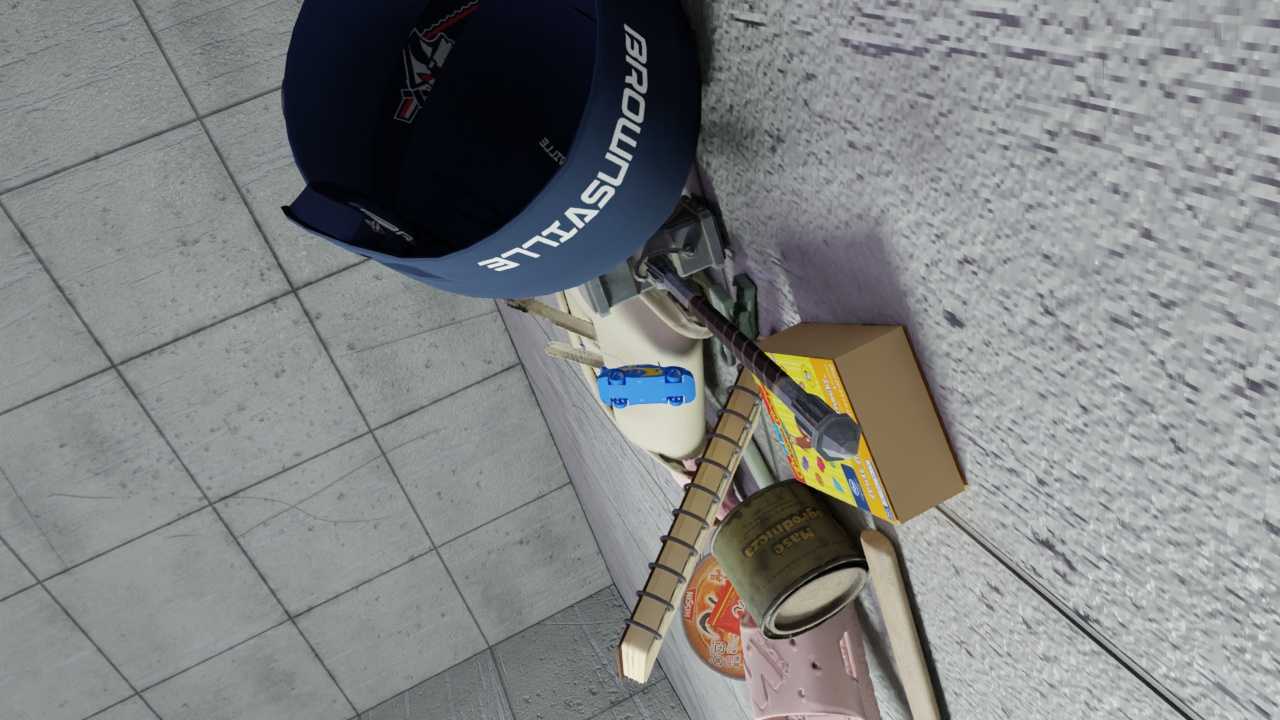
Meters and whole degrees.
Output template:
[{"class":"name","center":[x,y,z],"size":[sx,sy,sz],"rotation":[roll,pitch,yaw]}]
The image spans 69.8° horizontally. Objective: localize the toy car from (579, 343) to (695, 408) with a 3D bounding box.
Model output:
[{"class":"toy car","center":[-0.004,0.005,0.710],"size":[0.061,0.092,0.033],"rotation":[-88,-7,-47]}]

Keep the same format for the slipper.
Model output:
[{"class":"slipper","center":[0.130,0.259,0.704],"size":[0.094,0.064,0.239],"rotation":[-20,87,39]}]

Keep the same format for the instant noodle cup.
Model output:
[{"class":"instant noodle cup","center":[0.090,0.203,0.821],"size":[0.122,0.123,0.123],"rotation":[-129,14,-84]}]

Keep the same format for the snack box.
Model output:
[{"class":"snack box","center":[0.111,0.028,0.501],"size":[0.088,0.040,0.126],"rotation":[66,169,-8]}]

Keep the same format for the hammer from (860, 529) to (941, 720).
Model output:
[{"class":"hammer","center":[0.204,0.256,0.637],"size":[0.119,0.030,0.331],"rotation":[-142,32,-66]}]

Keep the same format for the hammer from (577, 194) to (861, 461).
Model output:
[{"class":"hammer","center":[0.040,-0.023,0.509],"size":[0.322,0.098,0.044],"rotation":[-127,15,-63]}]

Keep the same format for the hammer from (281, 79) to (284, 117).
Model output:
[{"class":"hammer","center":[-0.195,-0.292,0.716],"size":[0.170,0.034,0.323],"rotation":[94,-168,-57]}]

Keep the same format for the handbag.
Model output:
[{"class":"handbag","center":[-0.011,-0.010,0.764],"size":[0.184,0.131,0.229],"rotation":[46,157,37]}]

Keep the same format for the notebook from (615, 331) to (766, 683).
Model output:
[{"class":"notebook","center":[0.040,0.105,0.626],"size":[0.024,0.225,0.168],"rotation":[22,157,10]}]

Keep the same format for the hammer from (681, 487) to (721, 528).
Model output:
[{"class":"hammer","center":[0.015,0.068,1.002],"size":[0.318,0.049,0.121],"rotation":[58,-173,7]}]

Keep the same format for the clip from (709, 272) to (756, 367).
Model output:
[{"class":"clip","center":[0.065,-0.026,0.634],"size":[0.076,0.044,0.023],"rotation":[76,166,-51]}]

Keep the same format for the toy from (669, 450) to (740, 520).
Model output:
[{"class":"toy","center":[0.066,0.116,0.899],"size":[0.105,0.053,0.108],"rotation":[57,172,-21]}]

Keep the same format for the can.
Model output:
[{"class":"can","center":[0.106,0.141,0.647],"size":[0.074,0.089,0.090],"rotation":[57,167,38]}]

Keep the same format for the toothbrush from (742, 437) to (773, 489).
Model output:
[{"class":"toothbrush","center":[0.111,0.114,0.759],"size":[0.154,0.015,0.022],"rotation":[63,-162,15]}]

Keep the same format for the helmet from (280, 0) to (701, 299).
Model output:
[{"class":"helmet","center":[-0.092,-0.161,0.539],"size":[0.272,0.232,0.222],"rotation":[36,-167,13]}]
